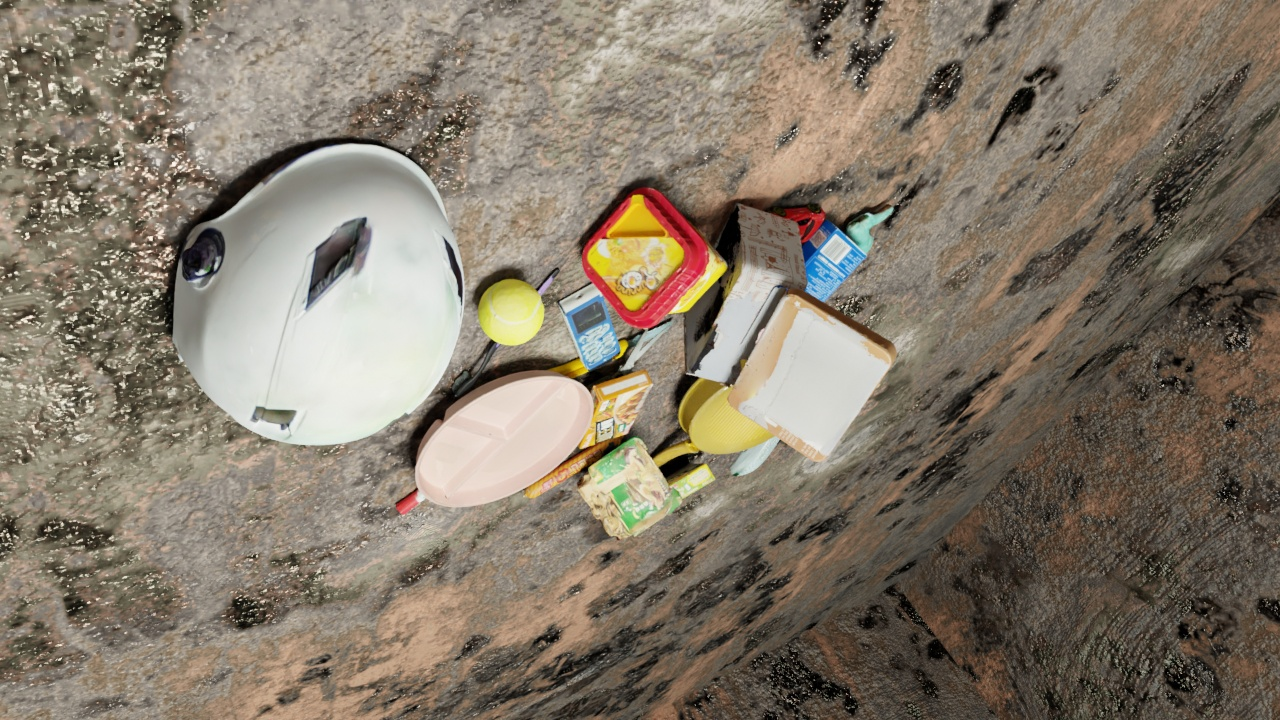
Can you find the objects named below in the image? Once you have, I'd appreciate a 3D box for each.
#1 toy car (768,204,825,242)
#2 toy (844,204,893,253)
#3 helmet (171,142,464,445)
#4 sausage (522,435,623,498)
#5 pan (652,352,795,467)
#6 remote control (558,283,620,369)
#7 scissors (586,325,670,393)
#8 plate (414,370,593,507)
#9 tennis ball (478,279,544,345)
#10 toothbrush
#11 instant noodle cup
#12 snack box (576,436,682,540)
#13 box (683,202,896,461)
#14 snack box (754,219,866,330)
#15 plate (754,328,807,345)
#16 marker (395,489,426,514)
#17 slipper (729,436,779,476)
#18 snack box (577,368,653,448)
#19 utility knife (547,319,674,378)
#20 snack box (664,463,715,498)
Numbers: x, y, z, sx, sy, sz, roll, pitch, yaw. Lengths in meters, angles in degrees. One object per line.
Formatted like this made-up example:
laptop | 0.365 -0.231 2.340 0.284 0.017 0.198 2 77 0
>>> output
toy car | 0.184 -0.161 1.108 0.106 0.031 0.049 -13 146 -38
toy | 0.295 -0.167 1.218 0.096 0.030 0.092 -35 154 -6
helmet | -0.239 -0.028 0.735 0.228 0.146 0.259 6 132 -51
sausage | -0.095 0.149 1.294 0.165 0.021 0.021 -31 152 -8
pan | 0.101 0.100 1.353 0.197 0.078 0.358 11 131 -39
remote control | -0.057 -0.037 1.044 0.049 0.024 0.125 -30 148 -9
scissors | -0.021 0.012 1.143 0.164 0.014 0.164 -28 160 3
plate | -0.162 0.092 1.094 0.229 0.028 0.230 -24 147 -17
tennis ball | -0.128 -0.048 0.908 0.065 0.065 0.066 -26 151 -16
toothbrush | -0.146 -0.029 0.979 0.189 0.017 0.014 -49 161 18
instant noodle cup | 0.022 -0.102 0.950 0.116 0.116 0.123 -46 161 20
snack box | -0.020 0.179 1.322 0.117 0.118 0.105 -33 -177 -2
box | 0.143 -0.031 1.017 0.136 0.269 0.180 -10 142 -33
snack box | 0.213 -0.100 1.186 0.157 0.026 0.084 -48 137 14
plate | 0.188 -0.030 1.303 0.192 0.039 0.193 -26 151 -16
marker | -0.240 0.143 1.135 0.145 0.017 0.017 -36 152 1
slipper | 0.200 0.076 1.439 0.246 0.074 0.104 -61 166 13
snack box | -0.038 0.065 1.190 0.075 0.026 0.154 -18 158 -23
utility knife | -0.052 -0.002 1.114 0.223 0.015 0.033 -25 153 -19
snack box | 0.063 0.198 1.470 0.087 0.033 0.140 -29 176 -10
